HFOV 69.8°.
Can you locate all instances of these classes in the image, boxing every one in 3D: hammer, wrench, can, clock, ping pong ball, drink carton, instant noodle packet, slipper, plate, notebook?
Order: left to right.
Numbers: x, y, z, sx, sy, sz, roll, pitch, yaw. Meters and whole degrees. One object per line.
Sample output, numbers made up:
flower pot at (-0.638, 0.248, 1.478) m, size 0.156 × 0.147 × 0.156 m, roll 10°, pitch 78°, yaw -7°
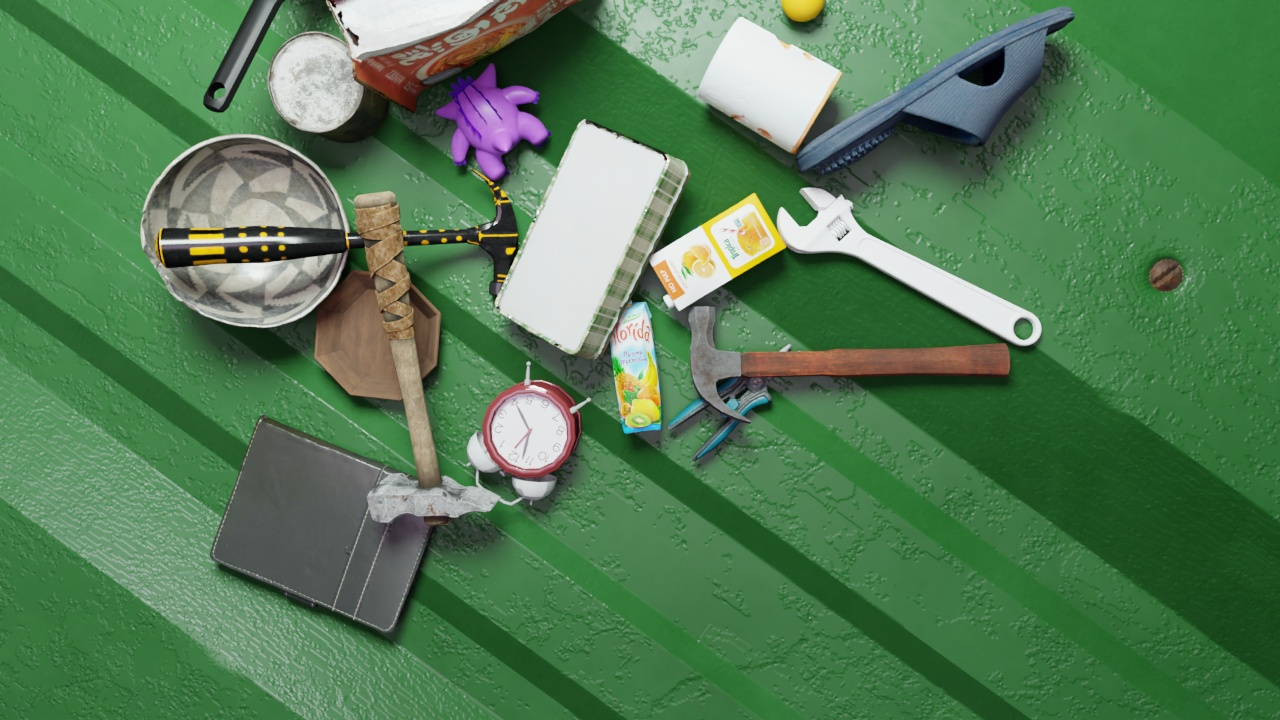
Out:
notebook at (-0.320, 0.170, 0.939) m, size 0.209 × 0.029 × 0.169 m, roll 22°, pitch 95°, yaw 5°
can at (-0.293, -0.256, 0.869) m, size 0.090 × 0.074 × 0.090 m, roll 0°, pitch 96°, yaw 3°
hammer at (-0.273, -0.114, 0.851) m, size 0.320 × 0.036 × 0.123 m, roll -4°, pitch 102°, yaw -16°
plate at (-0.259, -0.025, 0.914) m, size 0.131 × 0.025 × 0.131 m, roll 0°, pitch 96°, yaw 5°
hammer at (-0.215, 0.005, 0.852) m, size 0.121 × 0.048 × 0.319 m, roll -5°, pitch 104°, yaw 12°
instant noodle packet at (-0.142, -0.311, 0.807) m, size 0.221 × 0.164 × 0.084 m, roll -22°, pitch 92°, yaw 5°
clock at (-0.111, 0.077, 0.901) m, size 0.096 × 0.048 × 0.138 m, roll 31°, pitch 96°, yaw 1°
drink carton at (-0.005, 0.005, 0.890) m, size 0.044 × 0.038 × 0.129 m, roll -7°, pitch 95°, yaw 5°
drink carton at (0.069, -0.100, 0.872) m, size 0.122 × 0.040 × 0.058 m, roll -31°, pitch 93°, yaw 7°
ping pong ball at (0.149, -0.332, 0.842) m, size 0.040 × 0.040 × 0.040 m, roll 0°, pitch 96°, yaw 4°
hammer at (0.197, 0.003, 0.871) m, size 0.301 × 0.028 × 0.111 m, roll -1°, pitch 83°, yaw 1°
wrench at (0.255, -0.085, 0.868) m, size 0.273 × 0.018 × 0.066 m, roll 27°, pitch 88°, yaw 0°
slipper at (0.270, -0.219, 0.816) m, size 0.264 × 0.101 × 0.082 m, roll -29°, pitch 92°, yaw 10°

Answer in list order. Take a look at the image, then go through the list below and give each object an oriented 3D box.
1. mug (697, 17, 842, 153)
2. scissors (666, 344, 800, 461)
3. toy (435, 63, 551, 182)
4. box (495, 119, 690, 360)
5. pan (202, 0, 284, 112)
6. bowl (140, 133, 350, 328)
mug at (0.117, -0.249, 0.833) m, size 0.105 × 0.082 × 0.082 m, roll 31°, pitch 97°, yaw 2°
scissors at (0.093, 0.042, 0.896) m, size 0.126 × 0.019 × 0.144 m, roll 9°, pitch 91°, yaw 4°
toy at (-0.143, -0.226, 0.869) m, size 0.106 × 0.055 × 0.088 m, roll -37°, pitch 91°, yaw 10°
box at (-0.047, -0.113, 0.860) m, size 0.118 × 0.050 × 0.205 m, roll 28°, pitch 96°, yaw 29°
pan at (-0.301, -0.376, 0.831) m, size 0.204 × 0.044 × 0.355 m, roll 22°, pitch 83°, yaw 6°
bowl at (-0.370, -0.124, 0.881) m, size 0.178 × 0.081 × 0.178 m, roll -3°, pitch 103°, yaw -13°
